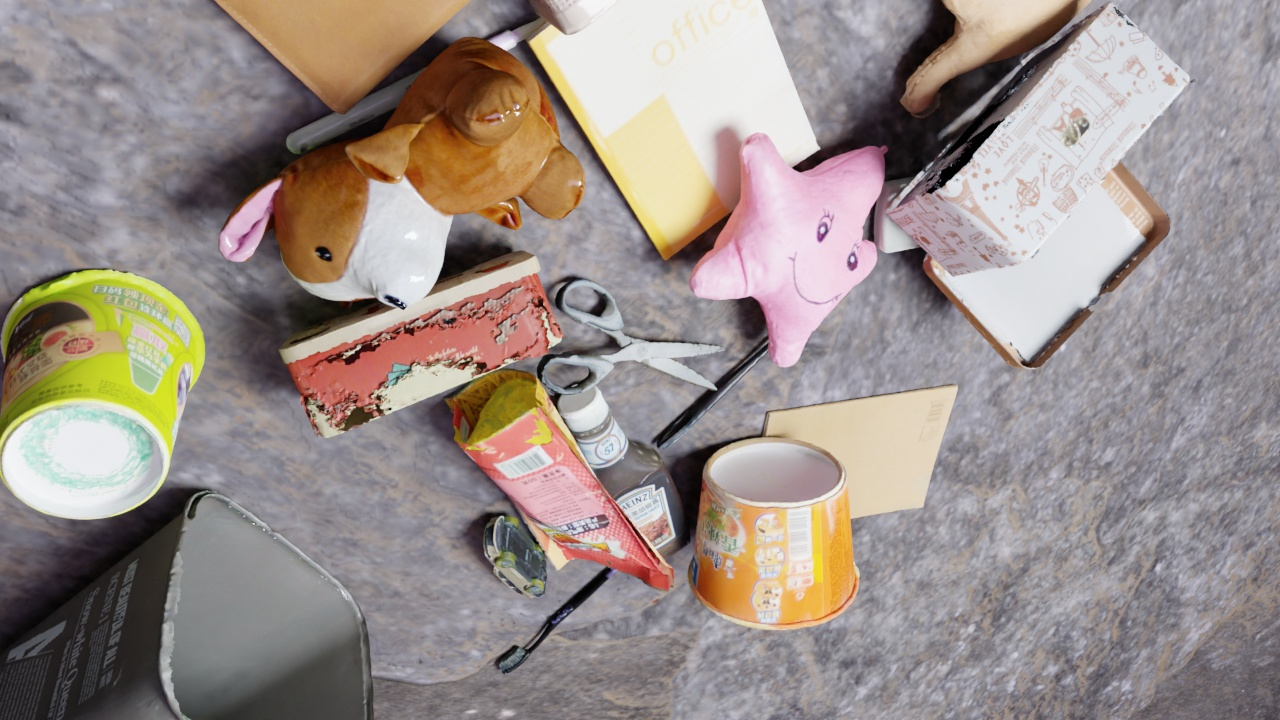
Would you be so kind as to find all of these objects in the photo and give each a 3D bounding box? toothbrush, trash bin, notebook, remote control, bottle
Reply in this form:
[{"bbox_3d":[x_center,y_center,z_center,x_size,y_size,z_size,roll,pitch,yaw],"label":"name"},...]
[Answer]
[{"bbox_3d":[0.082,0.015,0.779,0.181,0.015,0.018,-42,138,5],"label":"toothbrush"},{"bbox_3d":[-0.334,0.245,0.638,0.220,0.198,0.199,-30,128,5],"label":"trash bin"},{"bbox_3d":[0.032,-0.176,0.616,0.146,0.010,0.206,-36,136,0],"label":"notebook"},{"bbox_3d":[0.206,0.099,0.895,0.211,0.012,0.150,-7,123,-21],"label":"notebook"},{"bbox_3d":[0.261,-0.129,0.759,0.149,0.021,0.058,-12,119,-18],"label":"remote control"},{"bbox_3d":[-0.018,0.099,0.771,0.080,0.044,0.195,-27,128,-4],"label":"bottle"},{"bbox_3d":[-0.066,0.229,0.856,0.189,0.014,0.017,-44,116,7],"label":"toothbrush"},{"bbox_3d":[-0.126,-0.169,0.556,0.189,0.020,0.029,-26,172,-6],"label":"toothbrush"}]

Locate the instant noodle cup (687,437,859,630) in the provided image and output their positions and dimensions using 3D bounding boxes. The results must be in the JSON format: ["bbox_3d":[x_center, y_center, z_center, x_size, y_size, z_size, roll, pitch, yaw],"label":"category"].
[{"bbox_3d":[0.115,0.142,0.794,0.151,0.151,0.111,-11,114,-18],"label":"instant noodle cup"}]

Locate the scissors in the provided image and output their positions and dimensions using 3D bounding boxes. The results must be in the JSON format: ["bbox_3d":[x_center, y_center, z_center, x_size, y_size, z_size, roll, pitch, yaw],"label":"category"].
[{"bbox_3d":[-0.004,-0.011,0.711,0.163,0.014,0.165,-35,119,-22],"label":"scissors"}]

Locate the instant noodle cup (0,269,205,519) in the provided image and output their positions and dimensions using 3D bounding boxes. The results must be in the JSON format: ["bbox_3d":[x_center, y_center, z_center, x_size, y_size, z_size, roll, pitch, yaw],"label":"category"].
[{"bbox_3d":[-0.314,0.024,0.531,0.111,0.123,0.112,-12,125,-17],"label":"instant noodle cup"}]

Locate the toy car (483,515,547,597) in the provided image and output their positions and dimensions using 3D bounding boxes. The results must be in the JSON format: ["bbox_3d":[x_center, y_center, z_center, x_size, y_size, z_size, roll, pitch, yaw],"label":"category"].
[{"bbox_3d":[-0.107,0.167,0.775,0.035,0.042,0.090,-16,136,13],"label":"toy car"}]

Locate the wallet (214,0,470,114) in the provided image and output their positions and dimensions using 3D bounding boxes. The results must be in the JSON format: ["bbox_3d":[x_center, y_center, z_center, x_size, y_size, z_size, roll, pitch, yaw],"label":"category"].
[{"bbox_3d":[-0.155,-0.210,0.489,0.132,0.031,0.108,-34,126,18],"label":"wallet"}]

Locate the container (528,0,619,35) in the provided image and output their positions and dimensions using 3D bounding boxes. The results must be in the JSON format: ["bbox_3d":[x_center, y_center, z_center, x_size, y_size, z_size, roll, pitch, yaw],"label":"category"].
[{"bbox_3d":[-0.046,-0.254,0.493,0.090,0.090,0.111,-39,126,3],"label":"container"}]

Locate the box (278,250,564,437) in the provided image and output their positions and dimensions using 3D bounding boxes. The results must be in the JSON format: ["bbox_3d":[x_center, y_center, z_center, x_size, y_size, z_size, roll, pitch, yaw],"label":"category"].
[{"bbox_3d":[-0.138,-0.007,0.601,0.168,0.091,0.077,-22,105,-10],"label":"box"}]

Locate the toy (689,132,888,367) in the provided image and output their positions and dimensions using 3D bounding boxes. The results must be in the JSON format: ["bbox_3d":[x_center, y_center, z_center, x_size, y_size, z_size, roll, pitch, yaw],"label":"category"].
[{"bbox_3d":[0.119,-0.096,0.681,0.178,0.074,0.194,-52,136,1],"label":"toy"}]

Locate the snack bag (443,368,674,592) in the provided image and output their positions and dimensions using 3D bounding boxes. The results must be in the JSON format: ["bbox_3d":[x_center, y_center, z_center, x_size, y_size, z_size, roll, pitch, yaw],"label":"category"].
[{"bbox_3d":[-0.064,0.104,0.713,0.073,0.129,0.208,-58,131,-34],"label":"snack bag"}]

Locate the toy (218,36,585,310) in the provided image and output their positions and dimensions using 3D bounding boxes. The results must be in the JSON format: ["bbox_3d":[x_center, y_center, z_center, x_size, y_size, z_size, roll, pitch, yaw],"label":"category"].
[{"bbox_3d":[-0.134,-0.092,0.539,0.200,0.130,0.140,-23,152,12],"label":"toy"}]

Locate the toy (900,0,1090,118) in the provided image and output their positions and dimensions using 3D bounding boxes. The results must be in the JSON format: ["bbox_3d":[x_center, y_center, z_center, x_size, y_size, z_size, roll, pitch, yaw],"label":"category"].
[{"bbox_3d":[0.262,-0.270,0.634,0.143,0.082,0.226,0,124,-19],"label":"toy"}]

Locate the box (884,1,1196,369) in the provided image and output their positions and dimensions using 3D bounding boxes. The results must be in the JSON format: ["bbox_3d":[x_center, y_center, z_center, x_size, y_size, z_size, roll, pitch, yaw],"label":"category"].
[{"bbox_3d":[0.313,-0.114,0.674,0.180,0.158,0.205,-45,98,-3],"label":"box"}]
